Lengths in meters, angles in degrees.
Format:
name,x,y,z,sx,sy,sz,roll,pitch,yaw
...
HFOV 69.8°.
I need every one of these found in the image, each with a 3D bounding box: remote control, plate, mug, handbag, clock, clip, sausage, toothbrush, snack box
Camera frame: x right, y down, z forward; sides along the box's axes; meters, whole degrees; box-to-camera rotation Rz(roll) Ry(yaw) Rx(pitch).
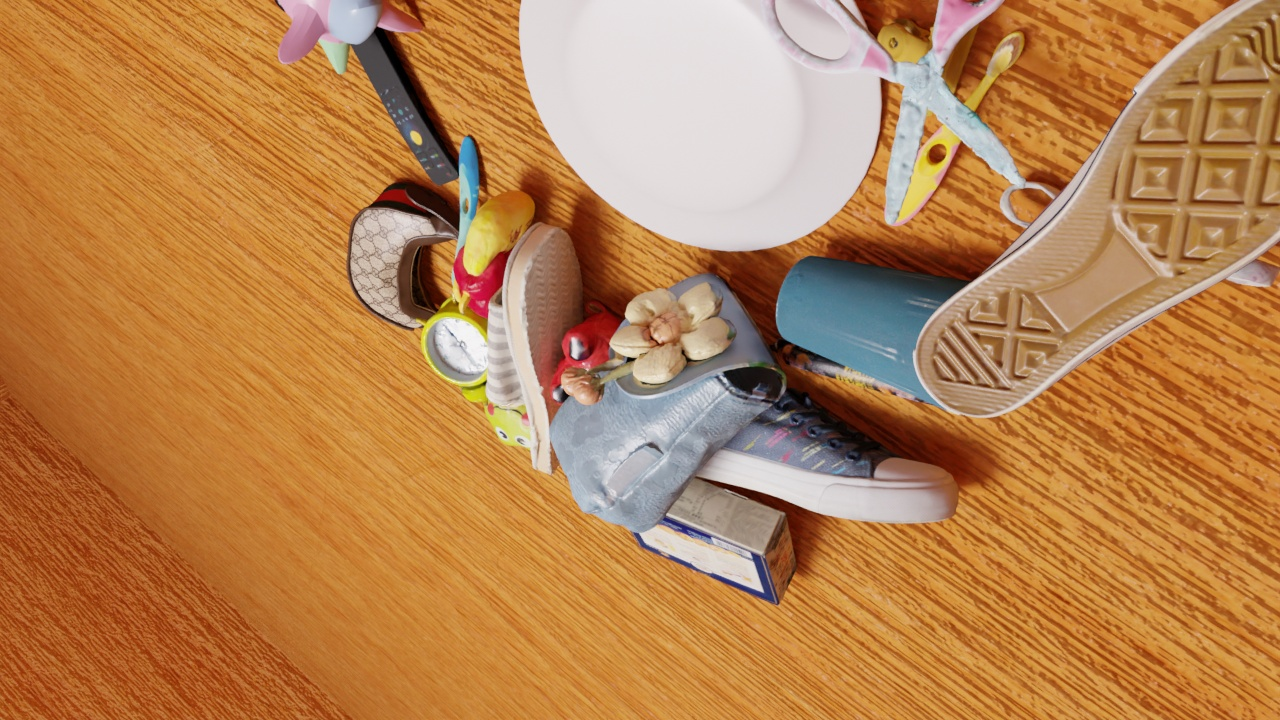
name,x,y,z,sx,sy,sz,roll,pitch,yaw
remote control,-0.199,-0.219,0.776,0.041,0.020,0.152,-4,120,46
plate,0.026,-0.163,0.565,0.243,0.016,0.243,20,140,18
mug,0.149,-0.024,0.564,0.121,0.078,0.078,22,136,38
handbag,-0.205,-0.093,0.874,0.138,0.063,0.167,26,136,0
clock,-0.148,-0.010,0.847,0.083,0.056,0.119,-33,102,29
clip,0.151,-0.162,0.481,0.045,0.048,0.054,-3,136,-8
sausage,0.155,0.009,0.627,0.155,0.020,0.020,17,134,34
toothbrush,-0.150,-0.126,0.792,0.022,0.017,0.135,27,120,34
toothbrush,0.167,-0.120,0.502,0.021,0.016,0.136,36,141,9
handbag,0.005,0.026,0.654,0.192,0.118,0.121,-46,44,23
snack box,0.054,0.144,0.776,0.144,0.042,0.145,19,157,22

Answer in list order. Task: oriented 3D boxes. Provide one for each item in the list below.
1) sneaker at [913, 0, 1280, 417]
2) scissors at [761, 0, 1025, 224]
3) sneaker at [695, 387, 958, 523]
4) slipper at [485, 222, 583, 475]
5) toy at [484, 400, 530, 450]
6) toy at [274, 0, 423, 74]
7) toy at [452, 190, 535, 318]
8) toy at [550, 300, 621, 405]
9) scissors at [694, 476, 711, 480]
name,x,y,z,sx,sy,sz,roll,pitch,yaw
sneaker,0.233,-0.064,0.432,0.118,0.087,0.242,51,123,16
scissors,0.126,-0.156,0.459,0.169,0.014,0.171,18,113,26
sneaker,0.121,0.059,0.676,0.236,0.087,0.079,10,101,40
slipper,-0.087,-0.002,0.785,0.054,0.114,0.273,18,143,16
toy,-0.122,0.041,0.912,0.092,0.043,0.118,13,128,33
toy,-0.227,-0.325,0.641,0.171,0.119,0.223,55,145,7
toy,-0.122,-0.078,0.760,0.067,0.105,0.138,29,150,4
toy,-0.005,0.005,0.766,0.133,0.094,0.088,26,111,-9
scissors,0.044,0.119,0.843,0.142,0.014,0.175,13,132,42
